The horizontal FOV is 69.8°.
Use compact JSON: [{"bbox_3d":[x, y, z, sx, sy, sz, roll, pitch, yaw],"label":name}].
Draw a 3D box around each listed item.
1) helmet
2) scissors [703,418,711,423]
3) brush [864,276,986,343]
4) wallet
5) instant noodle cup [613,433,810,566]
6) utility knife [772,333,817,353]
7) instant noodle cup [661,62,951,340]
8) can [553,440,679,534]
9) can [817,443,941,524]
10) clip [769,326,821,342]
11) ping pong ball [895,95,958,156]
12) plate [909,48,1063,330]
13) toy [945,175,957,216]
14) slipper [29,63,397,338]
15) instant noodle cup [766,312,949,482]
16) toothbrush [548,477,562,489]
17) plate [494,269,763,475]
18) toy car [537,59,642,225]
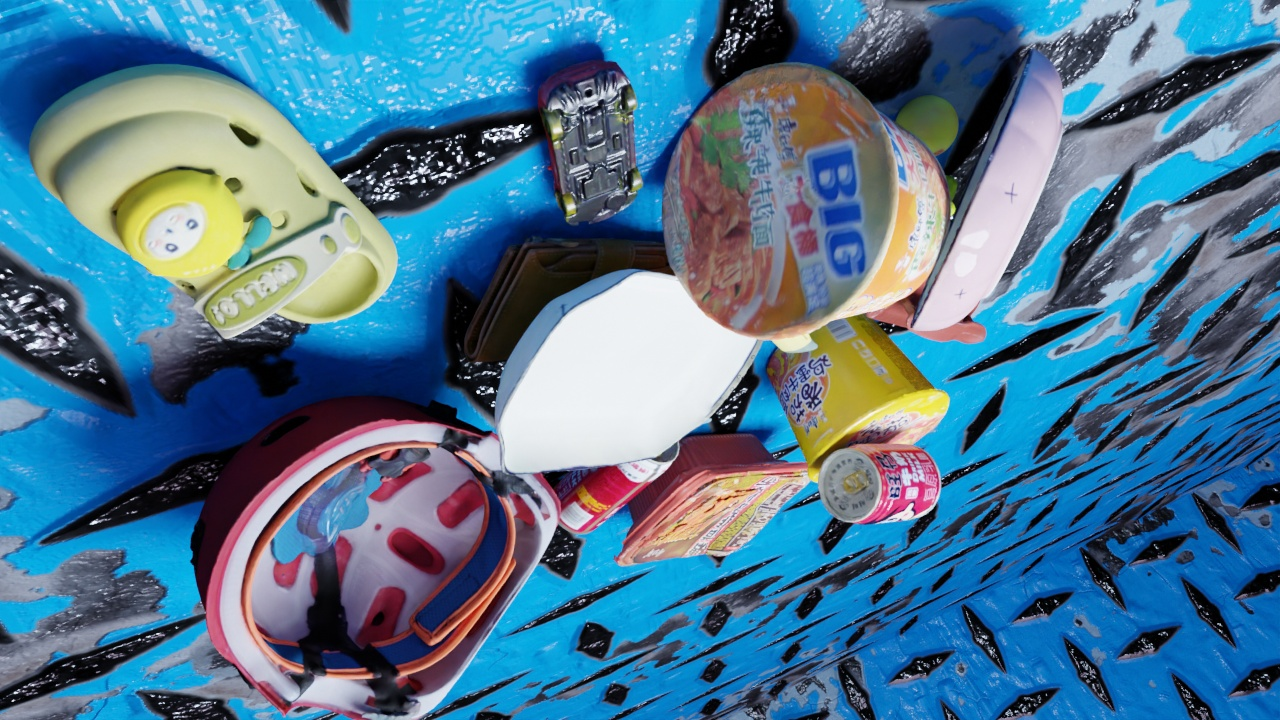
[{"bbox_3d":[-0.189,0.111,0.602,0.206,0.144,0.240,-57,139,-8],"label":"helmet"},{"bbox_3d":[0.004,0.076,0.842,0.133,0.017,0.130,-15,148,-18],"label":"scissors"},{"bbox_3d":[0.255,-0.047,0.800,0.145,0.069,0.063,9,136,-47],"label":"brush"},{"bbox_3d":[-0.039,-0.046,0.602,0.130,0.035,0.119,-6,148,-38],"label":"wallet"},{"bbox_3d":[0.065,0.137,0.928,0.188,0.079,0.165,1,140,-43],"label":"instant noodle cup"},{"bbox_3d":[0.086,-0.046,0.690,0.031,0.020,0.190,-24,147,22],"label":"utility knife"},{"bbox_3d":[0.104,-0.088,0.543,0.111,0.151,0.152,-4,144,-49],"label":"instant noodle cup"},{"bbox_3d":[-0.024,0.097,0.780,0.053,0.053,0.133,-1,148,-39],"label":"can"},{"bbox_3d":[0.201,0.103,0.772,0.093,0.066,0.067,5,138,-43],"label":"can"},{"bbox_3d":[0.130,-0.033,0.767,0.058,0.027,0.043,-15,141,-29],"label":"clip"},{"bbox_3d":[0.188,-0.153,0.603,0.040,0.040,0.040,-20,150,-12],"label":"ping pong ball"},{"bbox_3d":[0.233,-0.104,0.605,0.192,0.039,0.192,23,89,-77],"label":"plate"},{"bbox_3d":[0.199,-0.100,0.708,0.100,0.031,0.097,-32,151,-1],"label":"toy"},{"bbox_3d":[-0.175,-0.055,0.423,0.092,0.081,0.190,-34,153,6],"label":"slipper"},{"bbox_3d":[0.185,0.028,0.821,0.138,0.109,0.138,-21,150,-13],"label":"instant noodle cup"},{"bbox_3d":[-0.117,0.167,0.894,0.016,0.014,0.190,-31,163,-50],"label":"toothbrush"},{"bbox_3d":[-0.004,0.004,0.629,0.265,0.034,0.162,2,127,-56],"label":"plate"},{"bbox_3d":[-0.027,-0.115,0.496,0.049,0.031,0.106,-22,150,-9],"label":"toy car"}]
